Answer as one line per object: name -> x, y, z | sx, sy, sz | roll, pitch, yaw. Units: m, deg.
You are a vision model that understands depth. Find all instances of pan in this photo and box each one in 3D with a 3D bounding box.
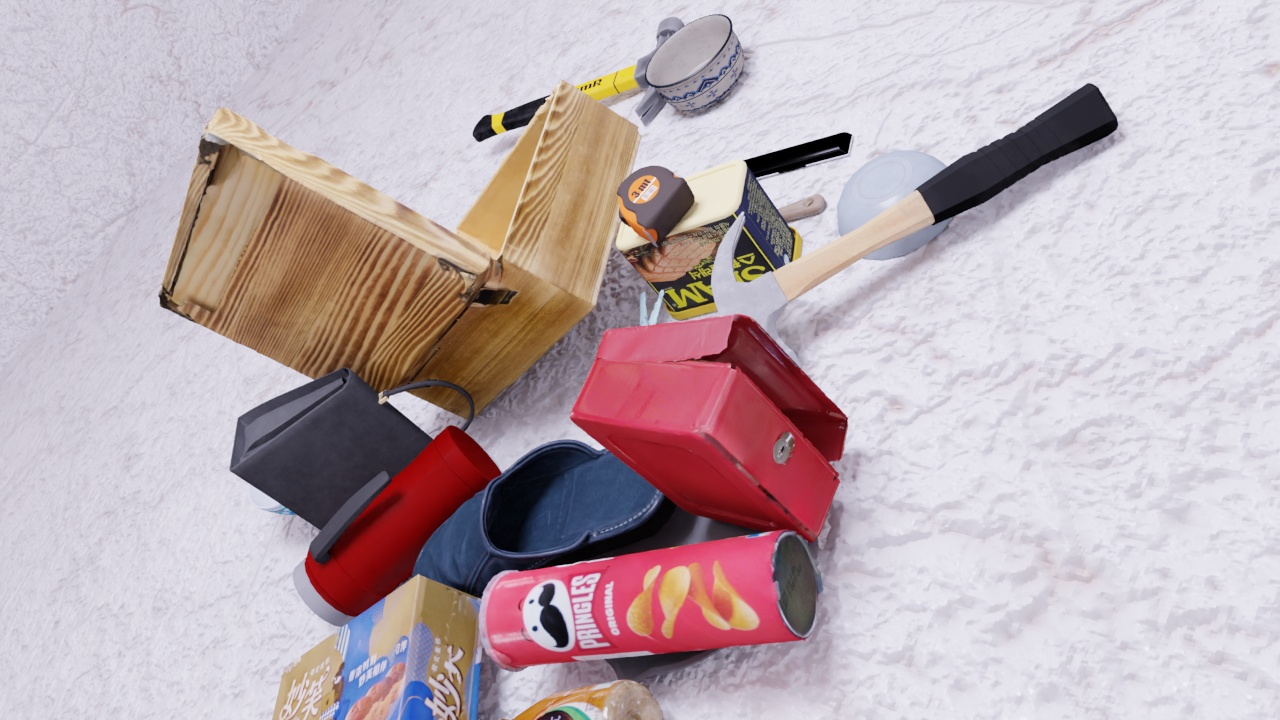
pan -> -0.015, 0.144, 0.729 | 0.355, 0.024, 0.216 | -2, 55, 40

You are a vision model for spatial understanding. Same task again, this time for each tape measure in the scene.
tape measure -> 0.011, -0.131, 0.777 | 0.059, 0.038, 0.058 | 33, 81, 37

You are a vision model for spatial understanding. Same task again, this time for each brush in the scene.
brush -> 0.106, -0.130, 0.879 | 0.152, 0.012, 0.038 | -13, 48, 34

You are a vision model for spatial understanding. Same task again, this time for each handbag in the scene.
handbag -> -0.249, 0.078, 0.881 | 0.196, 0.176, 0.072 | -31, 40, 11

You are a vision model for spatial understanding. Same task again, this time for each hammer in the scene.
hammer -> 0.207, -0.112, 0.715 | 0.328, 0.039, 0.131 | -29, 85, 7
hammer -> -0.090, -0.343, 1.208 | 0.325, 0.034, 0.169 | -10, 51, 29

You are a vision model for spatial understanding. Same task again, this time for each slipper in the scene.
slipper -> -0.099, 0.120, 0.738 | 0.266, 0.083, 0.108 | -25, 45, 26

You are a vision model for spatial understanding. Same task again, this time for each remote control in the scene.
remote control -> 0.149, -0.200, 0.904 | 0.124, 0.012, 0.028 | -8, 51, 37

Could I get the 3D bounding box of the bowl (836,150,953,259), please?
bowl -> 0.210, -0.138, 0.772 | 0.106, 0.039, 0.106 | -24, 43, 24

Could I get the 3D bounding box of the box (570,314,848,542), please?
box -> 0.049, 0.048, 0.615 | 0.130, 0.157, 0.097 | -1, 61, 43

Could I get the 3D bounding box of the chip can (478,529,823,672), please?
chip can -> 0.002, 0.164, 0.618 | 0.234, 0.073, 0.073 | -16, 46, 30

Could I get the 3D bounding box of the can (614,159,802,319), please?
can -> 0.060, -0.107, 0.825 | 0.135, 0.104, 0.075 | -13, 48, 33

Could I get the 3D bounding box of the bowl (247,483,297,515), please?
bowl -> -0.354, 0.116, 1.016 | 0.144, 0.074, 0.143 | -24, 43, 24

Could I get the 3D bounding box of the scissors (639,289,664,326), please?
scissors -> -0.006, 0.002, 0.835 | 0.095, 0.015, 0.142 | -21, 58, 39

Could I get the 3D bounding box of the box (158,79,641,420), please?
box -> -0.226, -0.122, 0.855 | 0.280, 0.336, 0.285 | -36, 35, 48

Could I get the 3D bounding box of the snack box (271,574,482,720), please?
snack box -> -0.213, 0.283, 0.715 | 0.203, 0.069, 0.154 | -36, 37, 29

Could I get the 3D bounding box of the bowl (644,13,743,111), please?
bowl -> 0.069, -0.336, 1.060 | 0.116, 0.059, 0.115 | -24, 43, 24

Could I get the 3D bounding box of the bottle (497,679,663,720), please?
bottle -> -0.061, 0.263, 0.638 | 0.168, 0.059, 0.059 | -25, 41, 36

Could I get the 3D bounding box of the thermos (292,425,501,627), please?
thermos -> -0.231, 0.150, 0.849 | 0.198, 0.108, 0.084 | -43, 54, 2
